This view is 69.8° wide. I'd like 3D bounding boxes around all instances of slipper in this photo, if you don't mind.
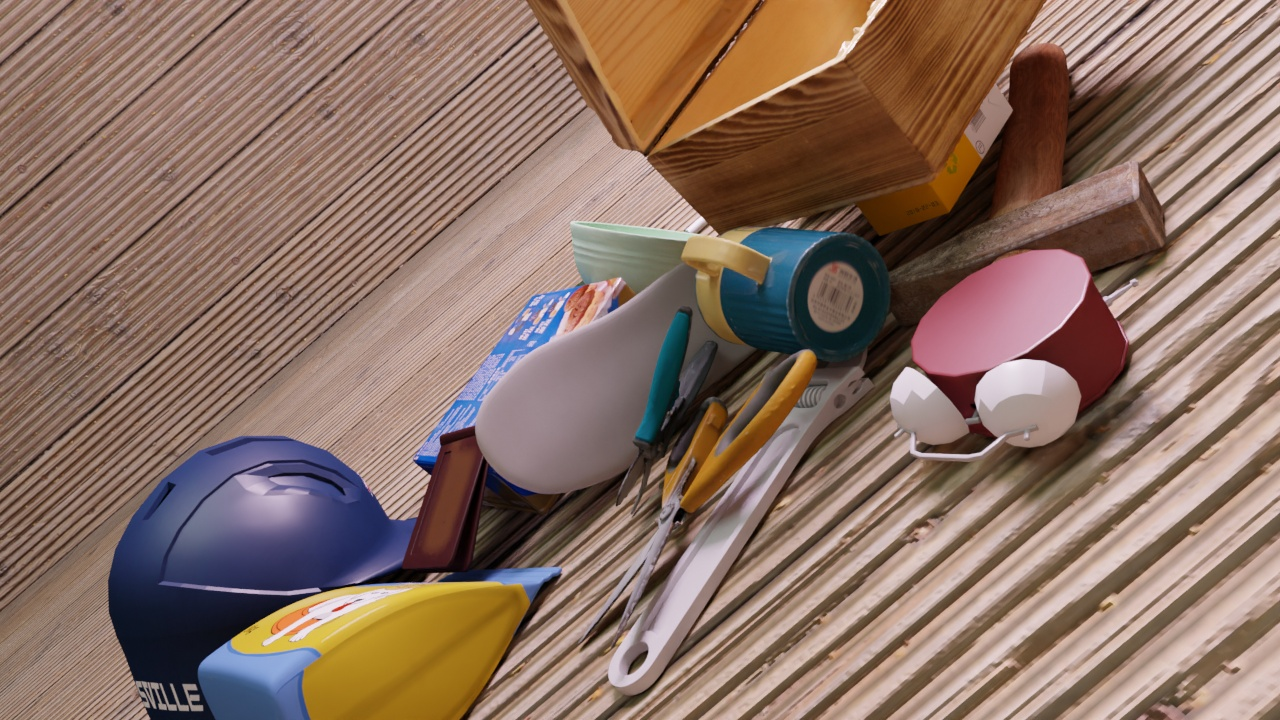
[{"bbox_3d":[-0.004,0.004,0.715,0.265,0.113,0.081,-38,2,-8],"label":"slipper"}]

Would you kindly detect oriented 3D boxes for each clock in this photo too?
[{"bbox_3d":[0.182,-0.001,0.457,0.137,0.048,0.096,-50,22,-25],"label":"clock"}]

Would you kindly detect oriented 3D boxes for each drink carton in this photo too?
[{"bbox_3d":[0.200,-0.145,0.626,0.122,0.040,0.059,-52,20,-28],"label":"drink carton"}]

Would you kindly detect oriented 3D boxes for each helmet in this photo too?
[{"bbox_3d":[-0.313,0.173,0.804,0.271,0.223,0.233,-10,-2,-38],"label":"helmet"}]

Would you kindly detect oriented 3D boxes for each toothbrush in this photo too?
[{"bbox_3d":[0.019,-0.113,1.030,0.186,0.012,0.017,-41,17,-2],"label":"toothbrush"}]

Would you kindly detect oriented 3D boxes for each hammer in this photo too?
[{"bbox_3d":[0.260,-0.141,0.626,0.158,0.037,0.299,-23,26,40],"label":"hammer"}]

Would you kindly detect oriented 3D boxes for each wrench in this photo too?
[{"bbox_3d":[0.060,0.080,0.557,0.272,0.018,0.087,-51,23,-23],"label":"wrench"}]

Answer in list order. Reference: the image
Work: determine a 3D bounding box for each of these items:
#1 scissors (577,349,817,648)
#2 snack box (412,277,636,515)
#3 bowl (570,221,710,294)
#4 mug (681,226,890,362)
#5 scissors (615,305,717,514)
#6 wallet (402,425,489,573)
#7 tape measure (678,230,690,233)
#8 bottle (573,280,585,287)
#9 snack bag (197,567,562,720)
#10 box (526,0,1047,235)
[{"bbox_3d":[0.029,0.079,0.573,0.225,0.016,0.216,-53,7,4],"label":"scissors"},{"bbox_3d":[-0.090,0.030,0.814,0.155,0.069,0.202,-5,46,54],"label":"snack box"},{"bbox_3d":[0.005,-0.086,0.862,0.151,0.150,0.077,-141,56,-70],"label":"bowl"},{"bbox_3d":[0.083,-0.049,0.585,0.107,0.113,0.083,22,90,63],"label":"mug"},{"bbox_3d":[0.022,0.030,0.638,0.019,0.154,0.124,21,24,21],"label":"scissors"},{"bbox_3d":[-0.147,0.106,0.713,0.092,0.018,0.115,-17,57,50],"label":"wallet"},{"bbox_3d":[0.036,-0.106,0.955,0.062,0.034,0.061,-37,23,9],"label":"tape measure"},{"bbox_3d":[-0.034,-0.076,0.991,0.174,0.055,0.055,-41,20,-3],"label":"bottle"},{"bbox_3d":[-0.171,0.196,0.631,0.204,0.102,0.159,-29,8,-41],"label":"snack bag"},{"bbox_3d":[0.071,-0.299,0.639,0.278,0.323,0.284,-56,20,-19],"label":"box"}]
